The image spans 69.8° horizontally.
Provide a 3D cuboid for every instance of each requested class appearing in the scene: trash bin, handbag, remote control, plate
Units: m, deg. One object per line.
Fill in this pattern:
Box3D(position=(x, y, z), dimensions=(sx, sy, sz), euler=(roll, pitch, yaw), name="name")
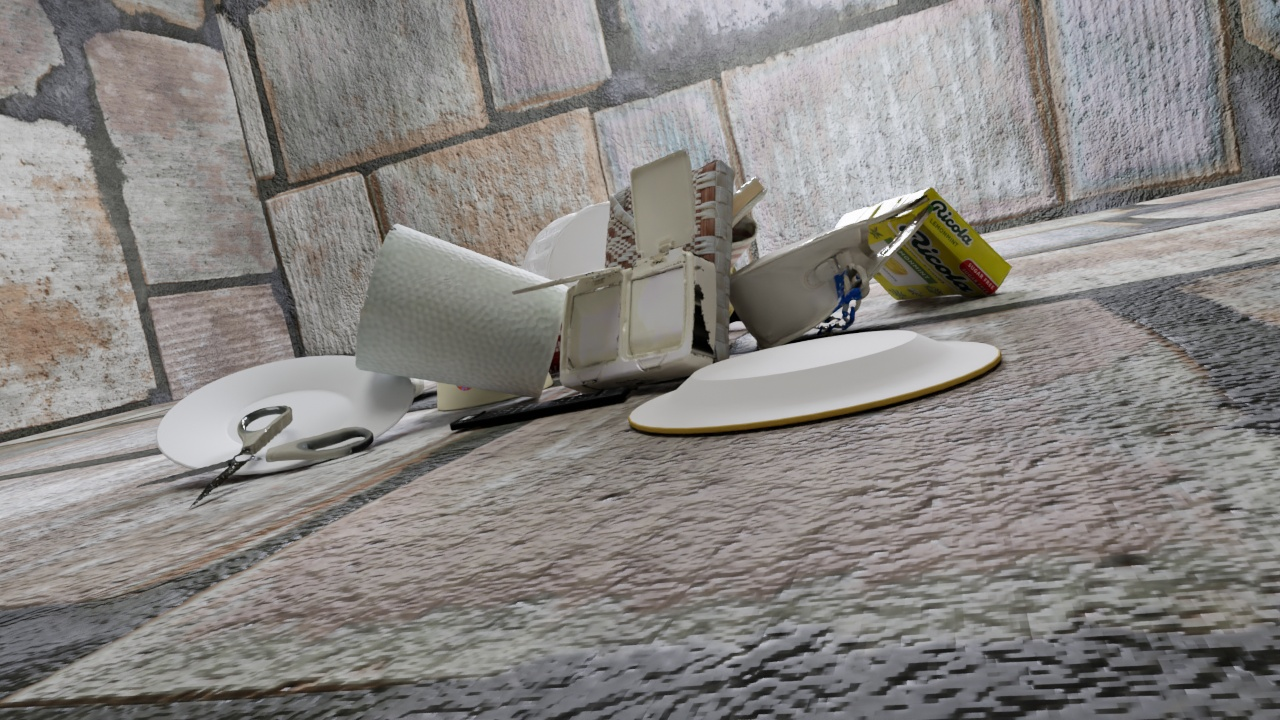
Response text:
Box3D(position=(-0.155, -0.036, 0.819), dimensions=(0.161, 0.133, 0.133), euler=(15, 2, -7), name="trash bin")
Box3D(position=(0.020, -0.075, 0.789), dimensions=(0.124, 0.185, 0.047), euler=(-8, -18, 35), name="handbag")
Box3D(position=(-0.078, 0.037, 0.714), dimensions=(0.140, 0.009, 0.030), euler=(-11, 6, 11), name="remote control")
Box3D(position=(0.179, -0.080, 0.836), dimensions=(0.200, 0.093, 0.200), euler=(-29, 2, 10), name="handbag")
Box3D(position=(-0.299, 0.046, 0.787), dimensions=(0.208, 0.015, 0.208), euler=(-2, 25, 1), name="plate")
Box3D(position=(0.103, 0.006, 0.577), dimensions=(0.230, 0.021, 0.229), euler=(-12, 5, 1), name="plate")

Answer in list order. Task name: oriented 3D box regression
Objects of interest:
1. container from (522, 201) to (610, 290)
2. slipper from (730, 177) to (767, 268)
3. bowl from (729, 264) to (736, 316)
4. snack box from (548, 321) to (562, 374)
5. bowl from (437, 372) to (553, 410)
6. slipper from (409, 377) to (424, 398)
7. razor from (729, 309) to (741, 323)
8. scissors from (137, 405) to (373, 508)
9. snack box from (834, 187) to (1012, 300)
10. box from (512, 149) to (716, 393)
Box3D(position=(-0.048, -0.106, 1.191), dimensions=(0.189, 0.189, 0.187), euler=(-13, 7, -14), name="container")
Box3D(position=(0.041, -0.071, 0.903), dimensions=(0.264, 0.052, 0.114), euler=(-47, -3, 37), name="slipper")
Box3D(position=(0.037, -0.064, 1.010), dimensions=(0.145, 0.145, 0.063), euler=(-10, 35, 14), name="bowl")
Box3D(position=(-0.114, -0.016, 1.018), dimensions=(0.121, 0.072, 0.072), euler=(-12, 6, -8), name="snack box")
Box3D(position=(-0.153, 0.000, 0.922), dimensions=(0.118, 0.074, 0.118), euler=(-12, 5, 1), name="bowl")
Box3D(position=(-0.298, 0.026, 1.075), dimensions=(0.115, 0.054, 0.271), euler=(-13, 9, 31), name="slipper")
Box3D(position=(0.113, -0.061, 1.140), dimensions=(0.141, 0.063, 0.052), euler=(-19, 40, 54), name="razor")
Box3D(position=(-0.283, 0.068, 0.693), dimensions=(0.157, 0.013, 0.171), euler=(-5, 21, -13), name="scissors")
Box3D(position=(0.285, -0.115, 0.968), dimensions=(0.045, 0.121, 0.181), euler=(-52, 14, -10), name="snack box")
Box3D(position=(-0.026, -0.076, 0.728), dimensions=(0.144, 0.183, 0.098), euler=(-13, -23, 39), name="box")
